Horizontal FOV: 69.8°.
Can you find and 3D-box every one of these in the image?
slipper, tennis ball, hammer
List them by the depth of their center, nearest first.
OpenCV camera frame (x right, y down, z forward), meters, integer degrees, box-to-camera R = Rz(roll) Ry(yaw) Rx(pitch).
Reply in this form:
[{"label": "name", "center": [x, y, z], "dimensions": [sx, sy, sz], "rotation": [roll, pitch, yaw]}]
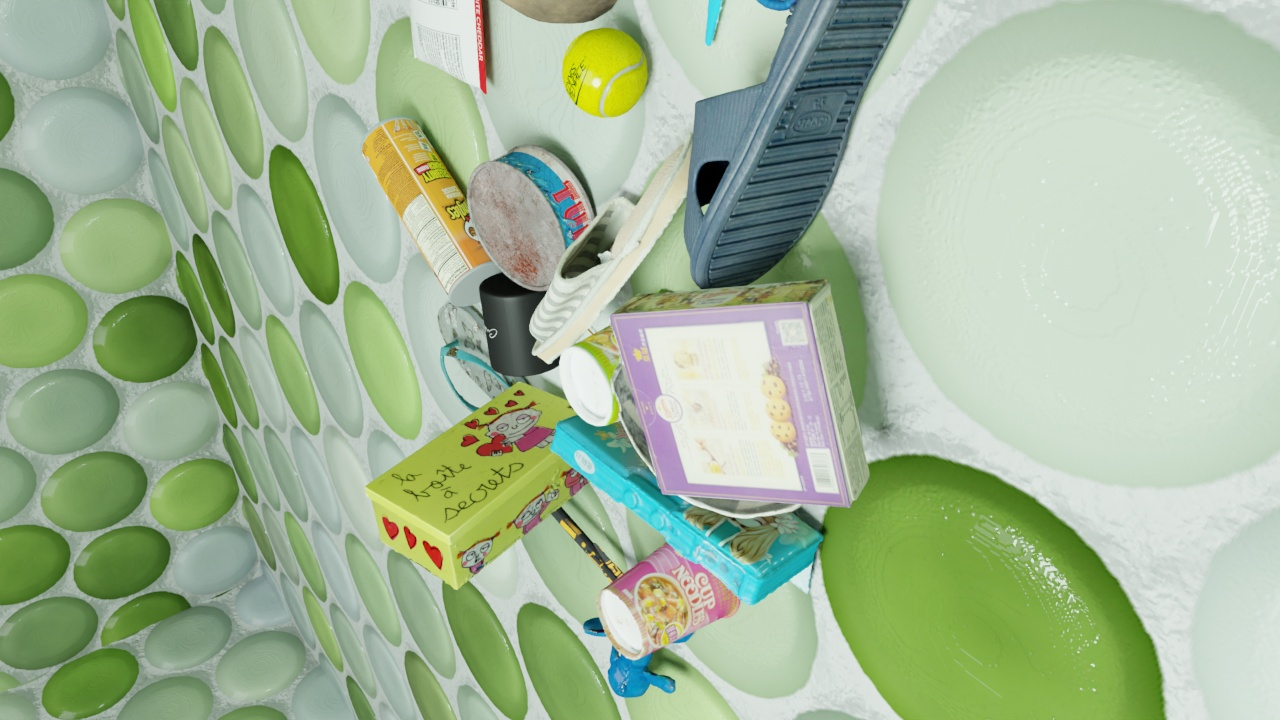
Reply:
[{"label": "slipper", "center": [0.076, -0.154, 0.568], "dimensions": [0.082, 0.101, 0.264], "rotation": [48, 139, 26]}, {"label": "tennis ball", "center": [-0.027, -0.220, 0.705], "dimensions": [0.065, 0.065, 0.065], "rotation": [33, 134, 42]}, {"label": "slipper", "center": [-0.028, -0.089, 0.747], "dimensions": [0.054, 0.114, 0.274], "rotation": [37, 138, -7]}, {"label": "hammer", "center": [-0.100, 0.168, 1.050], "dimensions": [0.320, 0.036, 0.123], "rotation": [40, 166, 40]}, {"label": "slipper", "center": [-0.181, 0.026, 1.087], "dimensions": [0.269, 0.054, 0.098], "rotation": [47, 140, 26]}]

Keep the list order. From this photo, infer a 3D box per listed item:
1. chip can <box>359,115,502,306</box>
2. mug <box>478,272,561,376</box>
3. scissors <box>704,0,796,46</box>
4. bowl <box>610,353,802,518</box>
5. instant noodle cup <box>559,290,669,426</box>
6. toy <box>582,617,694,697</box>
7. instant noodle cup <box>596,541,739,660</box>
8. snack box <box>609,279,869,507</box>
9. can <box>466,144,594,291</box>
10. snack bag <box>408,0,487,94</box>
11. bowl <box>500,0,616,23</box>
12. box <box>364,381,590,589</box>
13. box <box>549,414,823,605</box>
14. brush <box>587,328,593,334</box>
[{"label": "chip can", "center": [-0.228, -0.166, 1.016], "dimensions": [0.215, 0.075, 0.075], "rotation": [56, 146, 17]}, {"label": "mug", "center": [-0.128, -0.046, 0.947], "dimensions": [0.113, 0.078, 0.088], "rotation": [38, 139, 54]}, {"label": "scissors", "center": [0.060, -0.270, 0.600], "dimensions": [0.140, 0.011, 0.134], "rotation": [38, 135, 36]}, {"label": "bowl", "center": [0.073, 0.024, 0.686], "dimensions": [0.179, 0.081, 0.179], "rotation": [18, 125, 27]}, {"label": "instant noodle cup", "center": [-0.005, 0.004, 0.769], "dimensions": [0.099, 0.107, 0.099], "rotation": [33, 135, 40]}, {"label": "toy", "center": [-0.011, 0.319, 0.991], "dimensions": [0.113, 0.070, 0.177], "rotation": [19, 138, 6]}, {"label": "instant noodle cup", "center": [0.022, 0.223, 0.862], "dimensions": [0.098, 0.108, 0.098], "rotation": [32, 133, 42]}, {"label": "snack box", "center": [0.065, 0.024, 0.610], "dimensions": [0.148, 0.040, 0.143], "rotation": [-1, 115, 34]}, {"label": "can", "center": [-0.103, -0.133, 0.861], "dimensions": [0.130, 0.044, 0.130], "rotation": [29, 138, 29]}, {"label": "snack bag", "center": [-0.195, -0.343, 0.895], "dimensions": [0.144, 0.039, 0.131], "rotation": [35, 136, 39]}, {"label": "bowl", "center": [-0.078, -0.340, 0.700], "dimensions": [0.162, 0.070, 0.162], "rotation": [33, 134, 42]}, {"label": "box", "center": [-0.151, 0.118, 0.927], "dimensions": [0.124, 0.220, 0.083], "rotation": [22, 128, 33]}, {"label": "box", "center": [0.048, 0.118, 0.785], "dimensions": [0.227, 0.086, 0.169], "rotation": [33, 180, 31]}, {"label": "brush", "center": [-0.019, 0.010, 0.871], "dimensions": [0.126, 0.017, 0.048], "rotation": [47, 134, 28]}]
